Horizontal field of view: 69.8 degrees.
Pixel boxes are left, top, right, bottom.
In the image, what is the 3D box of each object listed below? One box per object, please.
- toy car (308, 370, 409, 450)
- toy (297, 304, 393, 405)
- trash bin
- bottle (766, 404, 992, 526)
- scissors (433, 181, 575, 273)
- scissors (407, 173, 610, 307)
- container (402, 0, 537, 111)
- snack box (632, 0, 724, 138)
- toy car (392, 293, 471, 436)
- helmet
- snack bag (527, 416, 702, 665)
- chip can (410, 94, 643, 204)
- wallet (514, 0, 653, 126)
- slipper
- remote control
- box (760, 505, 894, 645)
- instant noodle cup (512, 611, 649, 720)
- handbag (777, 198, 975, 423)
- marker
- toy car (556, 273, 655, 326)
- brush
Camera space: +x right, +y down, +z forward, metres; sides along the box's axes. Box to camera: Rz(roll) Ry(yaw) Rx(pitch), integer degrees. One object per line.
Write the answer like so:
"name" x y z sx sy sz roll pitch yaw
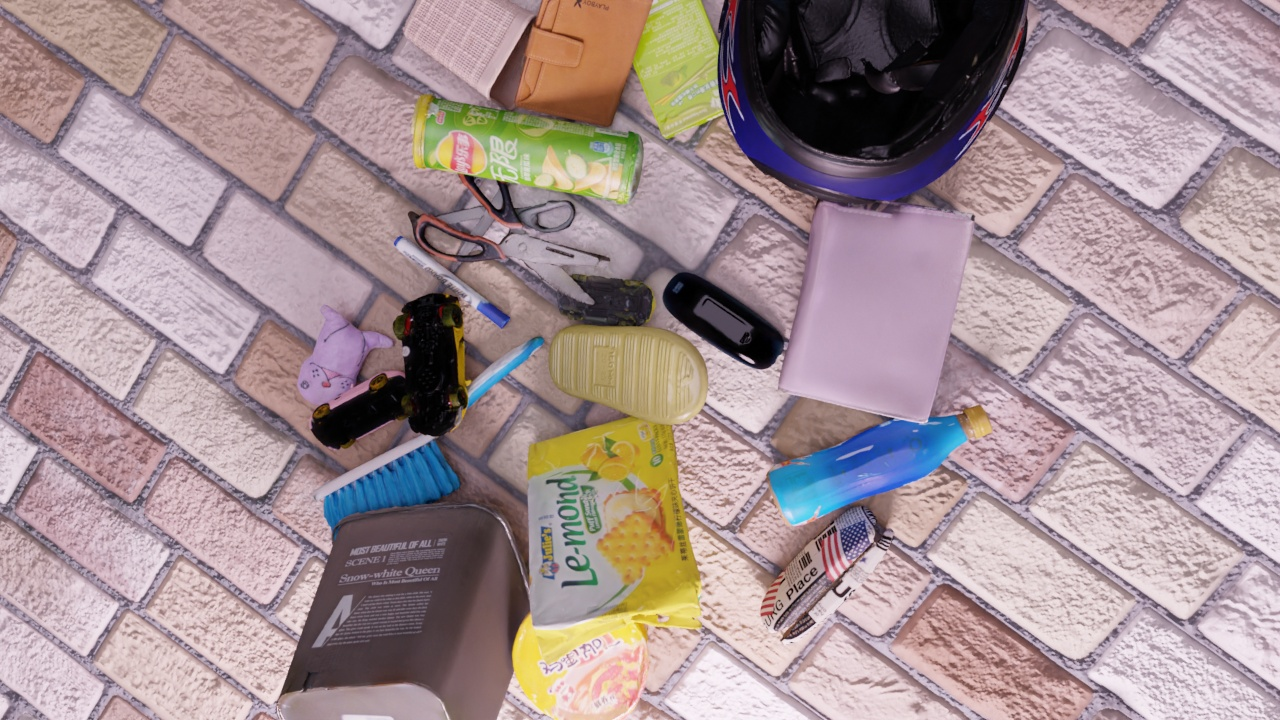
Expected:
"toy car" -0.297 0.051 0.987 0.122 0.037 0.056 -27 120 6
"toy" -0.326 0.003 0.991 0.084 0.039 0.108 27 99 -17
"trash bin" -0.224 0.282 0.892 0.199 0.219 0.199 -8 118 9
"bottle" 0.235 0.098 0.904 0.219 0.065 0.065 -23 93 11
"scissors" -0.151 -0.161 0.956 0.181 0.014 0.159 7 99 9
"scissors" -0.139 -0.131 0.942 0.190 0.015 0.221 -21 91 15
"container" -0.159 -0.318 0.900 0.111 0.089 0.090 34 100 5
"snack box" 0.033 -0.307 0.903 0.086 0.026 0.156 -23 93 11
"toy car" -0.215 0.004 0.955 0.071 0.041 0.155 -11 77 16
"helmet" 0.184 -0.254 0.768 0.247 0.240 0.315 19 79 7
"snack bag" -0.026 0.161 0.888 0.158 0.246 0.068 -16 135 8
"chip can" -0.108 -0.205 0.897 0.221 0.072 0.072 9 98 -3
"wallet" -0.056 -0.294 0.872 0.107 0.031 0.132 5 126 -27
"slipper" -0.006 0.005 0.925 0.191 0.081 0.092 11 102 34
"remote control" 0.083 -0.040 0.930 0.136 0.024 0.053 34 100 3
"box" 0.180 0.213 0.928 0.081 0.074 0.164 45 104 11
"instant noodle cup" -0.052 0.288 0.949 0.138 0.109 0.138 1 97 8
"handbag" 0.220 -0.053 0.871 0.145 0.098 0.197 11 100 5
"marker" -0.199 -0.083 0.968 0.146 0.017 0.017 37 101 0
"toy car" -0.035 -0.062 0.942 0.105 0.032 0.048 8 97 19
"brush" -0.218 0.091 0.981 0.315 0.060 0.109 -27 89 8
